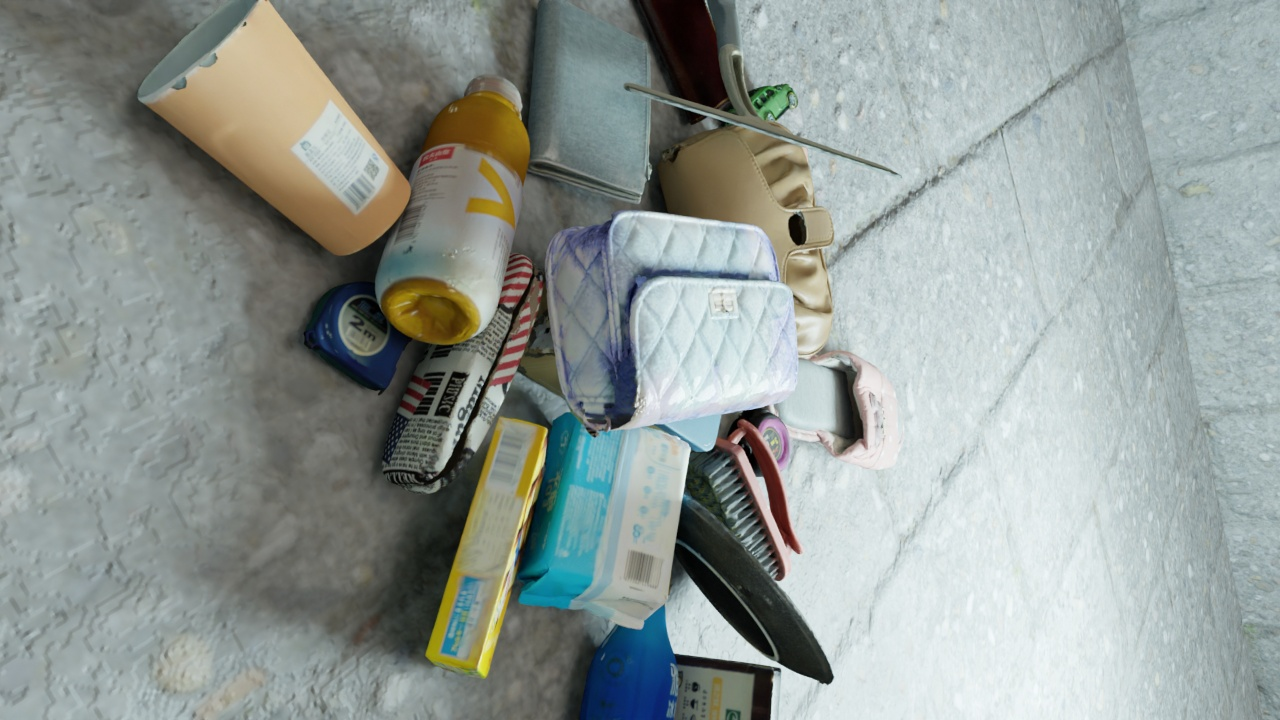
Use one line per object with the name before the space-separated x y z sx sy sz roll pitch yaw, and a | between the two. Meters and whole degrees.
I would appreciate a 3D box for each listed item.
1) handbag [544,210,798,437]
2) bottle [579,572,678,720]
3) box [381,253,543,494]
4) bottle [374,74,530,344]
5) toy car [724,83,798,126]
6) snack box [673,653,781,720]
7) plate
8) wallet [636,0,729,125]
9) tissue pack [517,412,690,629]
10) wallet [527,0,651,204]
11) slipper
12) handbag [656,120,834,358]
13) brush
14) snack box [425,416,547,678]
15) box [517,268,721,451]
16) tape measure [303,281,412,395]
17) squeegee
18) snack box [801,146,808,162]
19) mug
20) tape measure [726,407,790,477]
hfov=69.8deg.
handbag | 0.029 -0.027 0.612 0.193 0.076 0.134 -6 89 -49
bottle | -0.010 0.249 0.621 0.065 0.065 0.218 30 63 -43
box | -0.101 0.007 0.554 0.057 0.071 0.164 32 62 -18
bottle | -0.105 -0.099 0.549 0.068 0.068 0.189 41 42 -38
toy car | 0.111 -0.233 0.849 0.091 0.043 0.036 -45 117 -43
snack box | 0.048 0.267 0.640 0.053 0.126 0.113 26 65 -46
plate | 0.066 0.166 0.659 0.024 0.179 0.179 -37 115 -14
wallet | 0.044 -0.276 0.799 0.096 0.020 0.122 -47 118 -48
tissue pack | -0.025 0.102 0.615 0.090 0.063 0.139 19 66 -21
wallet | -0.036 -0.188 0.680 0.106 0.037 0.129 13 73 -37
slipper | 0.204 0.046 0.907 0.274 0.055 0.114 17 71 -46
handbag | 0.095 -0.098 0.765 0.147 0.100 0.204 -11 90 -41
brush | 0.090 0.121 0.753 0.069 0.063 0.146 -34 113 -21
snack box | -0.087 0.112 0.541 0.034 0.087 0.140 16 67 0
box | -0.004 0.004 0.671 0.184 0.060 0.089 31 62 -40
tape measure | -0.159 -0.017 0.520 0.058 0.025 0.054 45 51 -41
squeegee | 0.079 -0.257 0.772 0.246 0.039 0.246 10 51 -25
snack box | 0.135 -0.129 0.875 0.084 0.026 0.157 -4 88 -49
mug | -0.180 -0.116 0.475 0.123 0.078 0.078 49 51 -38
tape measure | 0.101 0.073 0.797 0.058 0.039 0.056 50 50 -26
